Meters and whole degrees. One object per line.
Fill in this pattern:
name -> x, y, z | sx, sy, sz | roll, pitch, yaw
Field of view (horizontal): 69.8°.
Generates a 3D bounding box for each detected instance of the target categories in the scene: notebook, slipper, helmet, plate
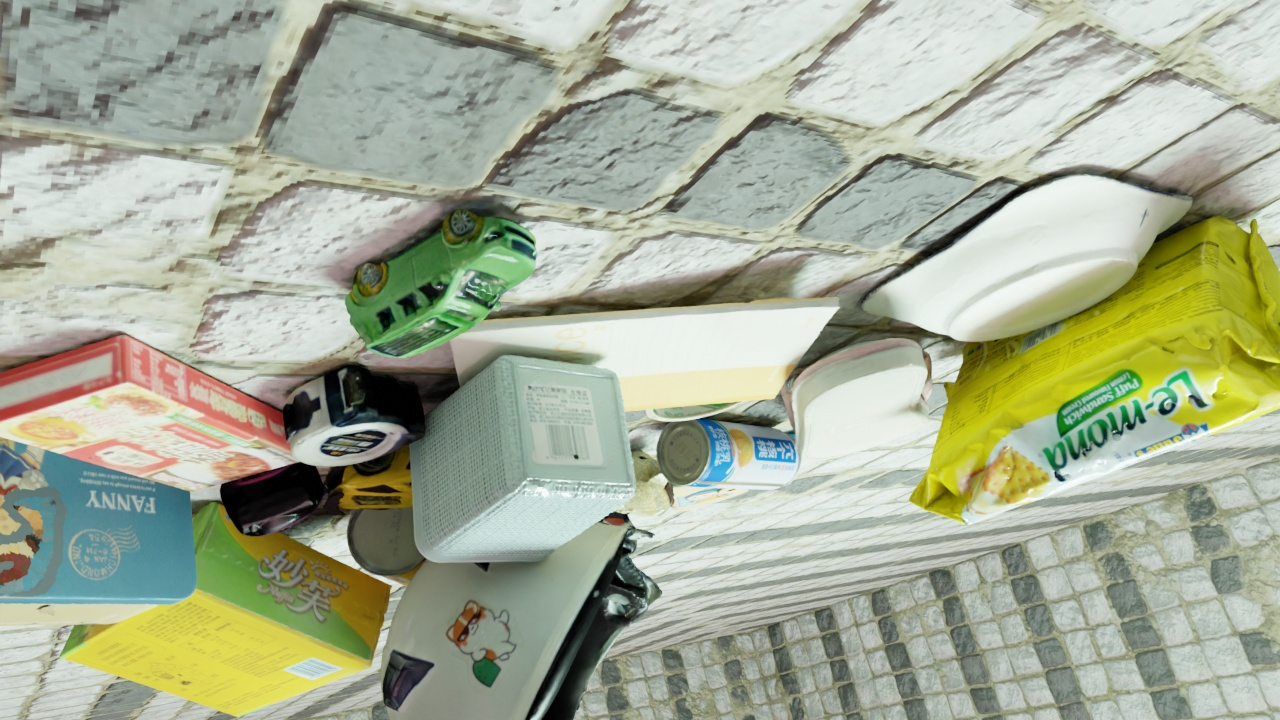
notebook -> -0.003, 0.003, 0.540 | 0.206, 0.010, 0.146 | -4, 158, -8
slipper -> 0.156, 0.024, 0.663 | 0.114, 0.054, 0.274 | -18, 162, 11
helmet -> -0.099, 0.199, 0.658 | 0.157, 0.229, 0.274 | 23, 164, 15
plate -> 0.236, -0.050, 0.555 | 0.164, 0.034, 0.164 | 1, 155, -34

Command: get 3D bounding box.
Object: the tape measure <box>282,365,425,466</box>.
tape measure -> -0.162, 0.033, 0.509 | 0.066, 0.033, 0.065 | -22, 156, 14

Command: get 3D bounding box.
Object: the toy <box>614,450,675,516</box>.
toy -> -0.050, 0.109, 0.749 | 0.157, 0.066, 0.105 | -6, 147, -1

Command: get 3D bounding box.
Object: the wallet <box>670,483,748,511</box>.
wallet -> 0.068, 0.122, 0.902 | 0.087, 0.024, 0.115 | -10, 158, 3

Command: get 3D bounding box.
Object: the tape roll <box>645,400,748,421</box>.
tape roll -> 0.044, 0.021, 0.638 | 0.086, 0.014, 0.086 | -12, 159, -5

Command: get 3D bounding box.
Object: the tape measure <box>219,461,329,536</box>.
tape measure -> -0.222, 0.082, 0.557 | 0.057, 0.039, 0.058 | -22, -162, -11

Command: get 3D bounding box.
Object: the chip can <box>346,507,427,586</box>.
chip can -> -0.178, 0.163, 0.779 | 0.072, 0.072, 0.213 | -14, 159, 0

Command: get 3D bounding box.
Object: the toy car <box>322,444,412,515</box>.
toy car -> -0.135, 0.074, 0.622 | 0.155, 0.041, 0.071 | -7, 158, -21

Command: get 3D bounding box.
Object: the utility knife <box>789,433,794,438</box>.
utility knife -> 0.064, 0.090, 0.825 | 0.218, 0.018, 0.034 | -10, 159, -8

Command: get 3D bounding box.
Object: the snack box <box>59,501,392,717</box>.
snack box -> -0.320, 0.201, 0.708 | 0.211, 0.069, 0.157 | -29, 129, 34

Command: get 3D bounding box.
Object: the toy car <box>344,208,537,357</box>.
toy car -> -0.085, -0.032, 0.395 | 0.091, 0.036, 0.043 | -29, 154, 25

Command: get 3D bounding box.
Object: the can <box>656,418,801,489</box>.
can -> 0.075, 0.077, 0.746 | 0.053, 0.053, 0.134 | -29, 154, 35

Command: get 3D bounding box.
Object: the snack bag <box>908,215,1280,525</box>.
snack bag -> 0.291, 0.005, 0.599 | 0.247, 0.068, 0.157 | -36, -169, 42

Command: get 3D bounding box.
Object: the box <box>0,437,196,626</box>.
box -> -0.323, 0.094, 0.490 | 0.062, 0.089, 0.184 | -23, 160, 20

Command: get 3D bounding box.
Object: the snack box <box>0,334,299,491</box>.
snack box -> -0.244, 0.033, 0.468 | 0.075, 0.025, 0.153 | -16, 159, 5

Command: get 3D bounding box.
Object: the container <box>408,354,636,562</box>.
container -> -0.066, 0.056, 0.520 | 0.090, 0.089, 0.112 | 8, 150, -35
